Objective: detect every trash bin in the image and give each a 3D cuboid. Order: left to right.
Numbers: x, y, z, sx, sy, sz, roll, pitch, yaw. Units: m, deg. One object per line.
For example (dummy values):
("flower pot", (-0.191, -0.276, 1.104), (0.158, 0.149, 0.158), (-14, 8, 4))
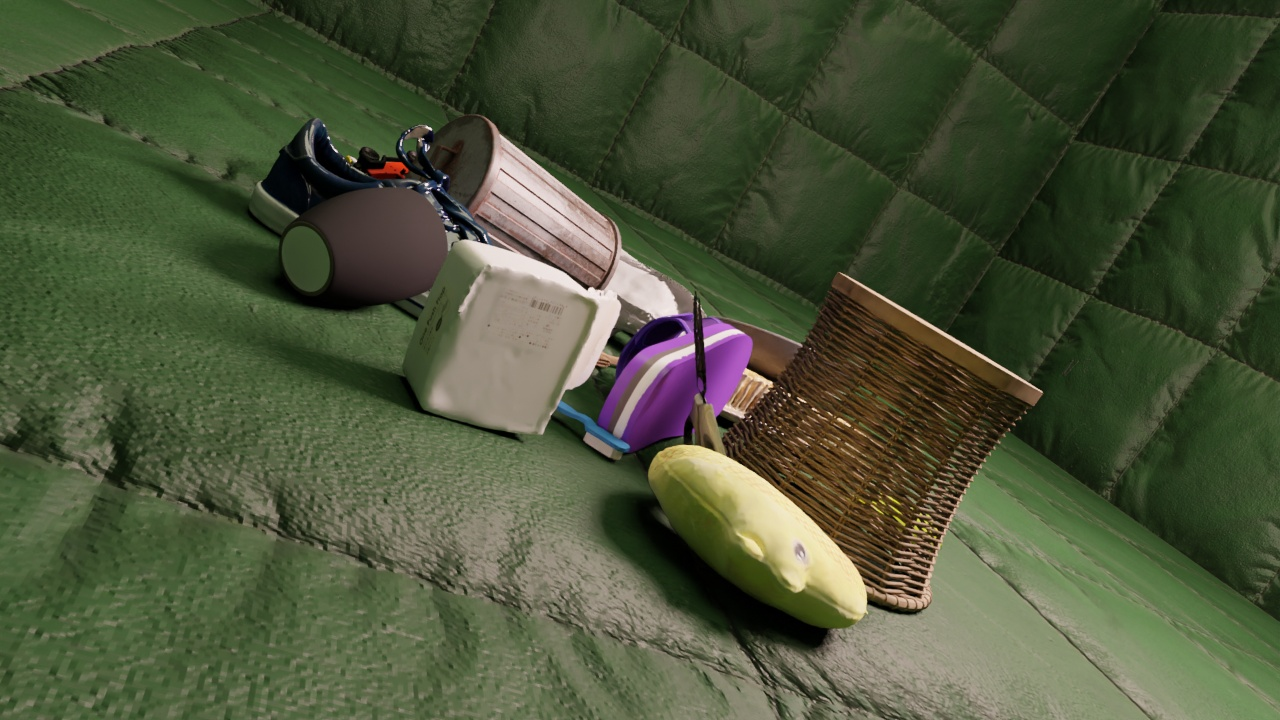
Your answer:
("trash bin", (-0.131, -0.143, 0.921), (0.211, 0.131, 0.131), (31, 8, -46))

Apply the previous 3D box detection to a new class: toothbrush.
("toothbrush", (-0.079, 0.028, 0.695), (0.167, 0.014, 0.016), (30, 13, 19))
("toothbrush", (-0.006, 0.006, 0.949), (0.016, 0.016, 0.166), (37, 14, 31))

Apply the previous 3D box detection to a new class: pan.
("pan", (0.162, 0.012, 1.152), (0.179, 0.041, 0.357), (22, -3, 9))

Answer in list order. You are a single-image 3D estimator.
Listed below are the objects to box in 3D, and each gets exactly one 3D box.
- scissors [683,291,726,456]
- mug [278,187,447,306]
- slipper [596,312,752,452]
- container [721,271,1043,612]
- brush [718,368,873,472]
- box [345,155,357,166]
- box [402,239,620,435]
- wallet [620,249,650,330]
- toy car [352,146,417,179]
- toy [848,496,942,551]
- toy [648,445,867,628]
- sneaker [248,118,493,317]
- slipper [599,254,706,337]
("scissors", (0.051, 0.035, 0.680), (0.012, 0.170, 0.131), (-12, 55, -17))
("mug", (-0.217, -0.080, 0.667), (0.119, 0.085, 0.100), (3, 15, 28))
("slipper", (0.016, 0.006, 0.801), (0.084, 0.107, 0.266), (32, 16, 17))
("container", (0.193, 0.058, 0.766), (0.227, 0.196, 0.226), (29, 12, -7))
("brush", (0.141, 0.054, 0.999), (0.271, 0.056, 0.083), (26, 4, -24))
("box", (-0.262, -0.167, 1.008), (0.209, 0.033, 0.064), (39, 12, 33))
("box", (-0.066, -0.010, 0.624), (0.083, 0.111, 0.190), (38, 17, 35))
("wallet", (-0.036, -0.097, 1.136), (0.032, 0.086, 0.116), (25, 8, -46))
("toy car", (-0.249, -0.180, 0.927), (0.049, 0.051, 0.100), (50, 31, 18))
("toy", (0.254, 0.157, 0.906), (0.094, 0.036, 0.093), (8, 21, -47))
("toy", (0.077, 0.115, 0.590), (0.170, 0.064, 0.155), (37, 0, 2))
("sneaker", (-0.167, -0.108, 0.767), (0.294, 0.127, 0.120), (32, 13, -4))
("slipper", (-0.031, -0.074, 1.060), (0.247, 0.075, 0.112), (29, 52, 22))
